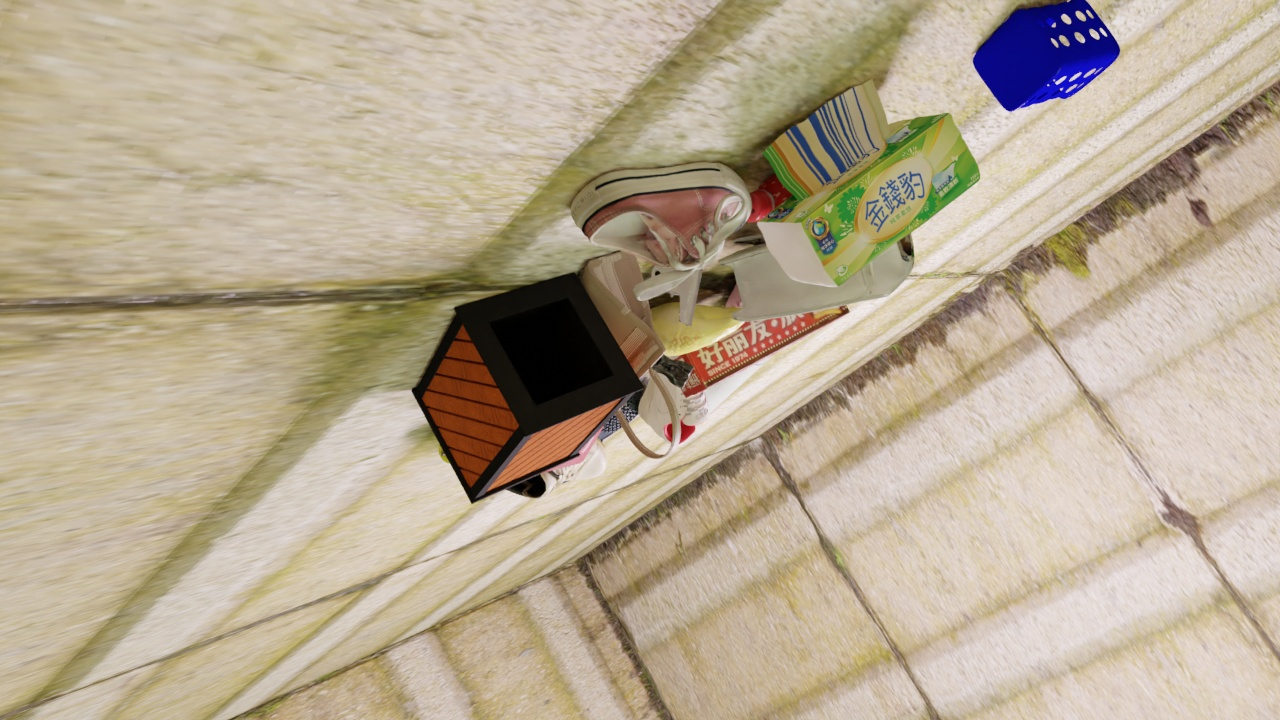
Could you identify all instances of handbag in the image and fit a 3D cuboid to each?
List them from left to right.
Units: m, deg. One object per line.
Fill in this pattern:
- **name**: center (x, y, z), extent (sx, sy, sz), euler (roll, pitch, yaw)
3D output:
- **handbag**: center (-0.020, 0.015, 0.976), extent (0.062, 0.198, 0.176), euler (-22, 164, -36)
- **handbag**: center (0.206, -0.118, 1.073), extent (0.199, 0.096, 0.141), euler (-9, -164, 34)

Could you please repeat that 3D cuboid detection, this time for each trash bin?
- **trash bin**: center (-0.120, 0.030, 0.936), extent (0.139, 0.139, 0.172), euler (-21, 163, -36)

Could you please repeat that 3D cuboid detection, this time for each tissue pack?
- **tissue pack**: center (0.206, -0.184, 0.901), extent (0.197, 0.141, 0.120), euler (-38, -163, -14)

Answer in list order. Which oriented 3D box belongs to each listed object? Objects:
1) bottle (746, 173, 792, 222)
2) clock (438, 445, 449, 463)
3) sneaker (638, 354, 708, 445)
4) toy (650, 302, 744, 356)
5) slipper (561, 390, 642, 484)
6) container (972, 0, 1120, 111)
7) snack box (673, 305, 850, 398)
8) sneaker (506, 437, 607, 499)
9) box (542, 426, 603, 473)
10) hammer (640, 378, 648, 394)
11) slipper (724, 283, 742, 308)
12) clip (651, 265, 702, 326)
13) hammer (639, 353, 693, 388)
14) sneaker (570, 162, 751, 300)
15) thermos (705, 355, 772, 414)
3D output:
- **bottle**: center (0.160, -0.174, 0.984), extent (0.137, 0.062, 0.062), euler (-19, 162, -39)
- **clock**: center (-0.212, 0.099, 1.162), extent (0.083, 0.057, 0.119), euler (-30, 173, 3)
- **sneaker**: center (0.068, 0.042, 1.375), extent (0.090, 0.104, 0.237), euler (-23, 147, -32)
- **toy**: center (0.058, -0.045, 1.166), extent (0.155, 0.064, 0.170), euler (-8, -171, 7)
- **slipper**: center (-0.097, 0.140, 1.444), extent (0.263, 0.082, 0.101), euler (-35, 137, 0)
- **container**: center (0.432, -0.326, 0.981), extent (0.113, 0.084, 0.085), euler (-21, 165, -32)
- **snack box**: center (0.161, -0.030, 1.264), extent (0.236, 0.060, 0.113), euler (-27, 176, -14)
- **sneaker**: center (-0.130, 0.150, 1.296), extent (0.241, 0.102, 0.089), euler (12, 125, -42)
- **box**: center (-0.099, 0.061, 1.140), extent (0.137, 0.127, 0.157), euler (-40, 165, 15)
- **hammer**: center (0.130, -0.013, 1.555), extent (0.301, 0.037, 0.217), euler (-36, 166, 17)
- **slipper**: center (0.181, -0.106, 1.287), extent (0.106, 0.055, 0.222), euler (-23, 167, -24)
- **clip**: center (0.040, -0.093, 1.039), extent (0.054, 0.101, 0.043), euler (11, 179, 18)
- **hammer**: center (-0.007, 0.007, 1.218), extent (0.319, 0.130, 0.032), euler (109, 6, -84)
- **sneaker**: center (0.039, -0.122, 0.848), extent (0.240, 0.088, 0.119), euler (-13, 158, -50)
- **thermos**: center (0.135, 0.016, 1.445), extent (0.067, 0.068, 0.231), euler (-21, 164, -36)
